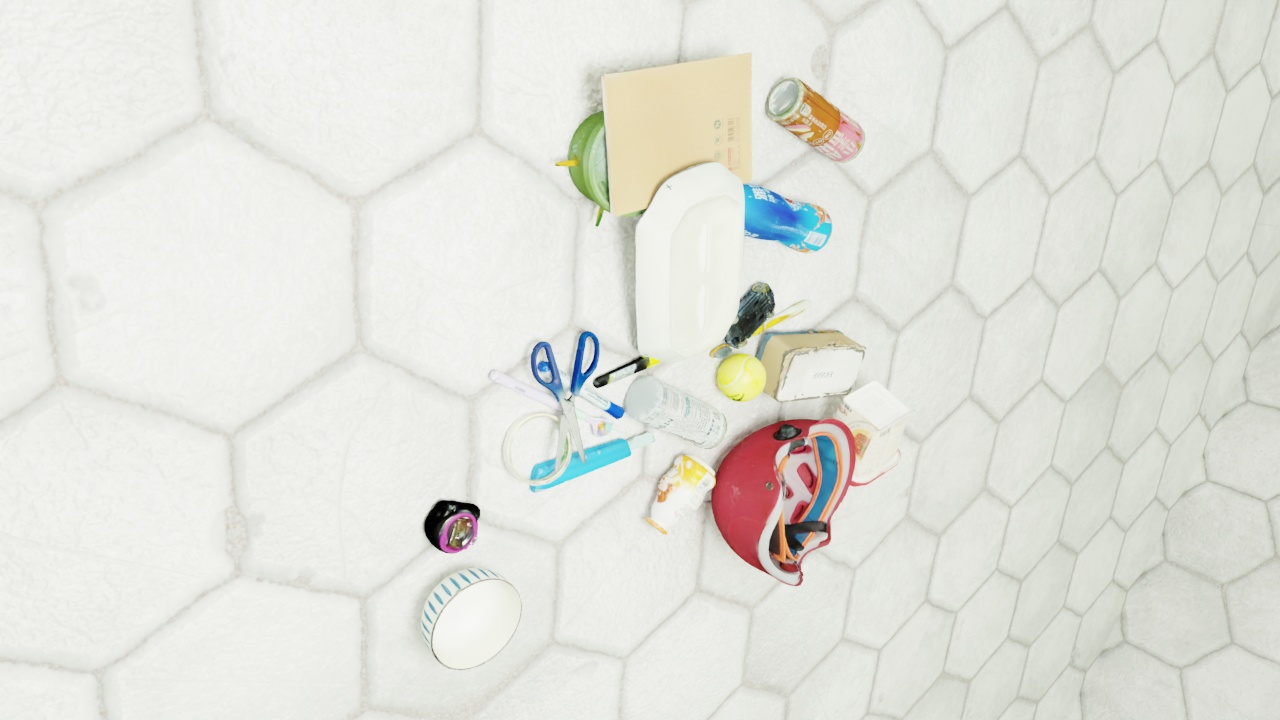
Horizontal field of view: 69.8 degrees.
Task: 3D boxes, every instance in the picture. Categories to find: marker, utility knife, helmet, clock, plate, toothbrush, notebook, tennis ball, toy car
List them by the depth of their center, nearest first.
[{"bbox_3d":[0.047,-0.250,1.006,0.207,0.008,0.148,-21,120,-33],"label":"notebook"},{"bbox_3d":[-0.012,-0.232,1.009,0.161,0.056,0.116,-47,132,-15],"label":"clock"},{"bbox_3d":[-0.103,0.051,1.074,0.189,0.021,0.029,29,108,-41],"label":"toothbrush"},{"bbox_3d":[0.067,-0.103,1.083,0.161,0.034,0.266,-25,135,-28],"label":"plate"},{"bbox_3d":[-0.070,0.036,1.099,0.145,0.017,0.017,34,84,-43],"label":"marker"},{"bbox_3d":[-0.007,0.007,1.142,0.124,0.015,0.018,-24,131,-27],"label":"marker"},{"bbox_3d":[-0.055,0.122,1.143,0.187,0.018,0.034,-16,110,-33],"label":"utility knife"},{"bbox_3d":[0.142,-0.060,1.223,0.105,0.031,0.049,-46,127,-26],"label":"toy car"},{"bbox_3d":[0.136,0.023,1.230,0.065,0.065,0.065,-16,117,-34],"label":"tennis ball"},{"bbox_3d":[0.170,-0.044,1.263,0.191,0.018,0.016,-27,125,-28],"label":"toothbrush"},{"bbox_3d":[0.190,0.178,1.292,0.239,0.144,0.207,-47,133,-33],"label":"helmet"}]

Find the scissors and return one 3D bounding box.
[{"bbox_3d":[-0.081,0.041,1.068,0.160,0.012,0.163,-52,131,-21],"label":"scissors"}]

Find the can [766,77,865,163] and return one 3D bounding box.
[{"bbox_3d":[0.226,-0.305,1.174,0.147,0.058,0.058,18,96,-42],"label":"can"}]

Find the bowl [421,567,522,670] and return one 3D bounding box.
[{"bbox_3d":[-0.203,0.289,1.059,0.116,0.066,0.117,-17,119,-34],"label":"bowl"}]

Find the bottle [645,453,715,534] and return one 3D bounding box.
[{"bbox_3d":[0.051,0.180,1.226,0.108,0.063,0.063,-53,132,-10],"label":"bottle"}]

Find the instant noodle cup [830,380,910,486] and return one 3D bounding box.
[{"bbox_3d":[0.336,0.106,1.378,0.116,0.116,0.124,-25,147,-30],"label":"instant noodle cup"}]

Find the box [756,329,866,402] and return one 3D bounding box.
[{"bbox_3d":[0.236,0.007,1.304,0.184,0.061,0.090,0,117,-38],"label":"box"}]

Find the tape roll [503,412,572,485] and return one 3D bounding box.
[{"bbox_3d":[-0.120,0.103,1.074,0.085,0.014,0.086,-4,97,-34],"label":"tape roll"}]

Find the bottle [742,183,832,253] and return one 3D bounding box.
[{"bbox_3d":[0.154,-0.184,1.161,0.218,0.065,0.065,7,103,-40],"label":"bottle"}]

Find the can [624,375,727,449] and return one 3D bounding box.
[{"bbox_3d":[0.048,0.069,1.181,0.146,0.058,0.058,27,89,-43],"label":"can"}]

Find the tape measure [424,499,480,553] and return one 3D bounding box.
[{"bbox_3d":[-0.210,0.187,1.028,0.057,0.039,0.058,19,95,-43],"label":"tape measure"}]
